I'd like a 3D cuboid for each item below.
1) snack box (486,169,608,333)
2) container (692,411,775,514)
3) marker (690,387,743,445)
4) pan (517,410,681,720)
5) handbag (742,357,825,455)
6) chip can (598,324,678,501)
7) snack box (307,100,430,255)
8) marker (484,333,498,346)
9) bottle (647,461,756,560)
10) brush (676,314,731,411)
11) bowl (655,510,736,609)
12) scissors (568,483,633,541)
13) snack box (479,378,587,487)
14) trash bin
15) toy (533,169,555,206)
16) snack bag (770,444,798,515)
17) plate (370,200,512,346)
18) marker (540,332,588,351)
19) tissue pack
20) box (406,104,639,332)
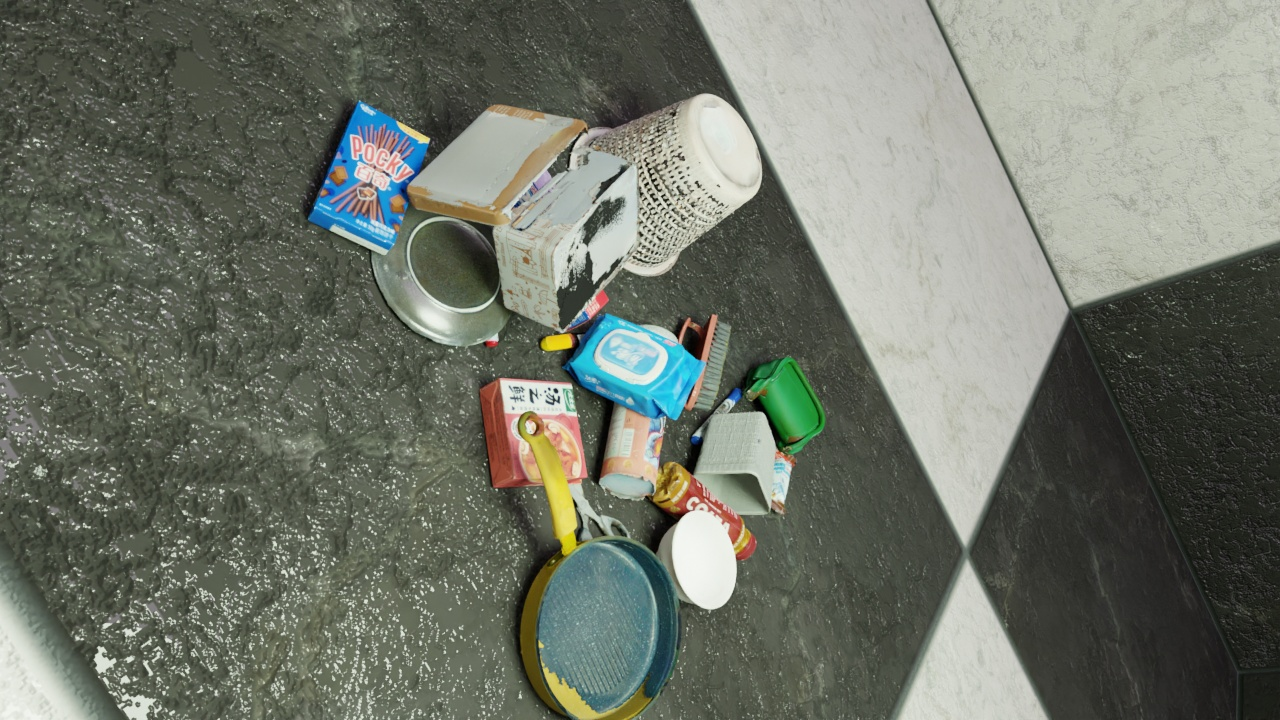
[{"bbox_3d":[-0.123,-0.136,1.105,0.207,0.057,0.058,57,37,-13],"label":"snack box"},{"bbox_3d":[0.130,0.135,1.233,0.114,0.090,0.090,-72,149,-42],"label":"container"},{"bbox_3d":[0.109,0.079,1.303,0.017,0.017,0.145,60,40,-10],"label":"marker"},{"bbox_3d":[-0.061,0.215,0.960,0.197,0.078,0.357,-34,104,-40],"label":"pan"},{"bbox_3d":[0.211,0.067,1.377,0.131,0.068,0.119,61,36,-7],"label":"handbag"},{"bbox_3d":[-0.001,0.062,1.141,0.071,0.071,0.214,35,50,-34],"label":"chip can"},{"bbox_3d":[-0.281,-0.193,0.962,0.084,0.026,0.156,25,54,-25],"label":"snack box"},{"bbox_3d":[-0.178,-0.086,1.050,0.017,0.017,0.145,8,67,-47],"label":"marker"},{"bbox_3d":[0.083,0.199,1.184,0.175,0.058,0.057,42,46,-28],"label":"bottle"},{"bbox_3d":[0.077,0.006,1.271,0.069,0.063,0.145,20,55,-6],"label":"brush"},{"bbox_3d":[0.056,0.248,1.125,0.118,0.065,0.118,24,56,-42],"label":"bowl"},{"bbox_3d":[-0.063,0.174,1.064,0.159,0.014,0.170,33,50,-35],"label":"scissors"},{"bbox_3d":[-0.109,0.081,1.023,0.127,0.044,0.113,5,67,-44],"label":"snack box"},{"bbox_3d":[0.047,-0.253,1.248,0.227,0.193,0.227,24,56,-41],"label":"trash bin"},{"bbox_3d":[-0.130,-0.222,1.151,0.108,0.039,0.083,57,32,-12],"label":"toy"},{"bbox_3d":[0.206,0.177,1.360,0.048,0.026,0.103,37,45,-13],"label":"snack bag"},{"bbox_3d":[-0.206,-0.103,1.003,0.179,0.024,0.179,16,63,-36],"label":"plate"},{"bbox_3d":[-0.079,-0.025,1.138,0.123,0.015,0.018,-11,83,-53],"label":"marker"},{"bbox_3d":[-0.007,0.006,1.103,0.094,0.157,0.052,-57,160,-26],"label":"tissue pack"},{"bbox_3d":[-0.127,-0.162,1.010,0.182,0.193,0.157,-52,154,-36],"label":"box"}]
